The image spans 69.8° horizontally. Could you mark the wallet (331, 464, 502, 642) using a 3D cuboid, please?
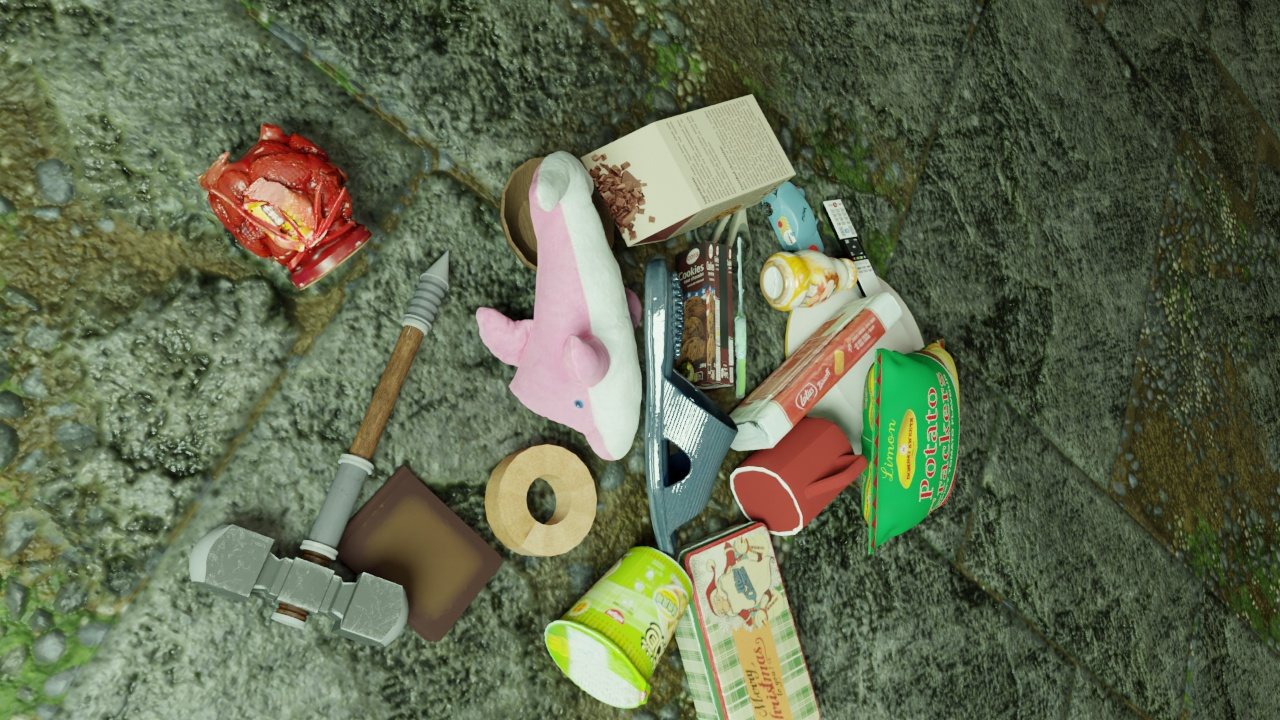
[{"bbox_3d":[-0.178,0.154,0.726,0.115,0.018,0.091,47,59,-12],"label":"wallet"}]

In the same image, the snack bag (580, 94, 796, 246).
[{"bbox_3d":[0.043,-0.183,0.905,0.205,0.070,0.094,-26,86,-34],"label":"snack bag"}]

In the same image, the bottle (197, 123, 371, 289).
[{"bbox_3d":[-0.261,-0.115,0.676,0.098,0.099,0.111,-48,113,-31],"label":"bottle"}]

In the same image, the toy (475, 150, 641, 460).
[{"bbox_3d":[-0.070,-0.038,0.771,0.186,0.128,0.266,-59,143,-72],"label":"toy"}]

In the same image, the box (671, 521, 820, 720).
[{"bbox_3d":[0.094,0.263,0.862,0.117,0.050,0.205,-12,87,-34],"label":"box"}]

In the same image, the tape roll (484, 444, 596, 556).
[{"bbox_3d":[-0.085,0.120,0.786,0.093,0.027,0.094,8,75,-32],"label":"tape roll"}]

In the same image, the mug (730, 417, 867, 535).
[{"bbox_3d":[0.162,0.112,0.898,0.096,0.117,0.080,-34,103,-34],"label":"mug"}]

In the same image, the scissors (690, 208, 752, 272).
[{"bbox_3d":[0.097,-0.175,0.982,0.132,0.013,0.169,4,78,-33],"label":"scissors"}]

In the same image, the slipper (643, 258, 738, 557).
[{"bbox_3d":[0.044,0.041,0.813,0.082,0.101,0.263,-2,98,0],"label":"slipper"}]

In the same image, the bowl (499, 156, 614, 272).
[{"bbox_3d":[-0.080,-0.126,0.842,0.117,0.030,0.117,8,76,-32],"label":"bowl"}]

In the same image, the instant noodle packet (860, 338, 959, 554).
[{"bbox_3d":[0.285,0.079,0.968,0.252,0.090,0.195,-7,99,-58],"label":"instant noodle packet"}]

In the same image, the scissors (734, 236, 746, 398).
[{"bbox_3d":[0.099,-0.037,0.895,0.171,0.021,0.171,-69,156,-62],"label":"scissors"}]

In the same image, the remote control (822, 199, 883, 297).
[{"bbox_3d":[0.243,-0.128,1.056,0.028,0.012,0.124,-13,75,-35],"label":"remote control"}]

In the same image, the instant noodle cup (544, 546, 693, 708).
[{"bbox_3d":[-0.012,0.219,0.779,0.099,0.099,0.107,54,48,-12],"label":"instant noodle cup"}]

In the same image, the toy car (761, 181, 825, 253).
[{"bbox_3d":[0.176,-0.150,1.020,0.060,0.028,0.108,-29,96,-35],"label":"toy car"}]

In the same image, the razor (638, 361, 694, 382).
[{"bbox_3d":[-0.005,0.005,0.865,0.105,0.043,0.026,15,74,-20],"label":"razor"}]

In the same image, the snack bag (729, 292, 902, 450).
[{"bbox_3d":[0.175,0.010,0.936,0.224,0.078,0.041,-43,102,-25],"label":"snack bag"}]

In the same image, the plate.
[{"bbox_3d":[0.257,0.000,1.044,0.229,0.021,0.229,8,75,-32],"label":"plate"}]

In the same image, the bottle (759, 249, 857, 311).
[{"bbox_3d":[0.183,-0.088,0.987,0.108,0.063,0.063,-9,85,-31],"label":"bottle"}]

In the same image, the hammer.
[{"bbox_3d":[-0.206,0.046,0.713,0.156,0.043,0.321,26,62,-18],"label":"hammer"}]

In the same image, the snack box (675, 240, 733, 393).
[{"bbox_3d":[0.062,-0.042,0.906,0.031,0.051,0.140,8,75,-32],"label":"snack box"}]
